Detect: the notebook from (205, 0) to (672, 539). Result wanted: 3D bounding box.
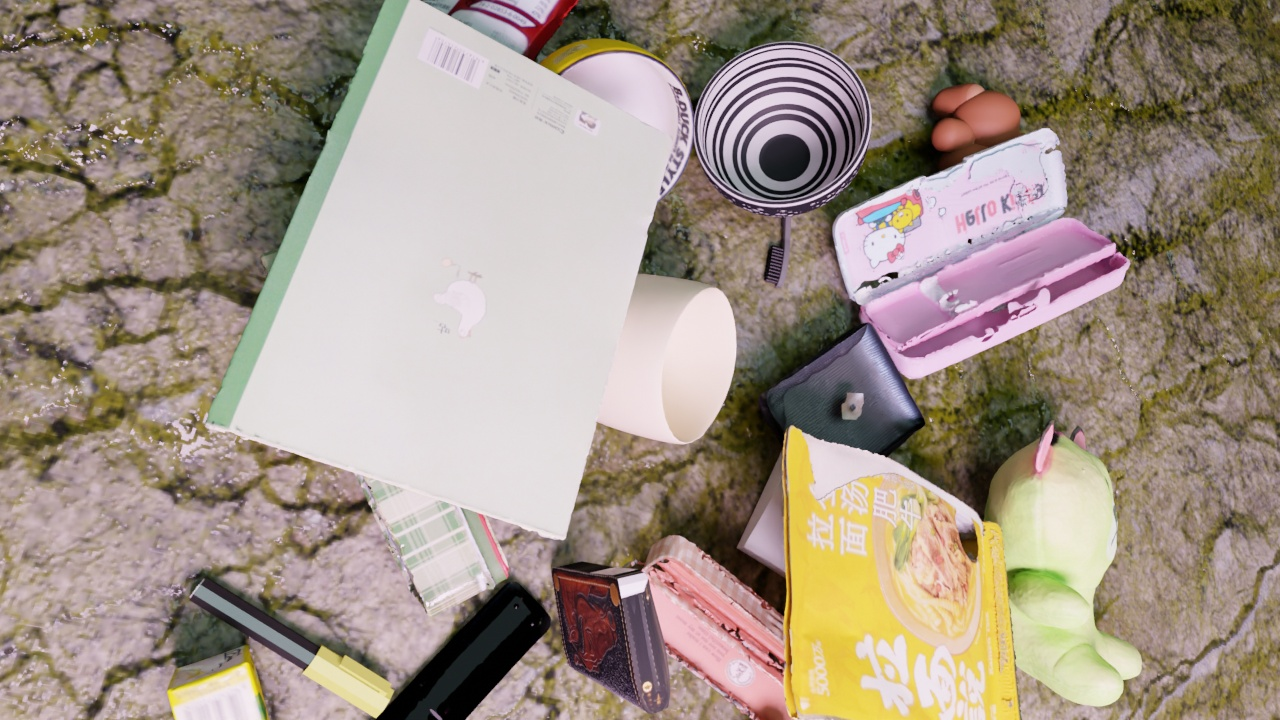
[{"bbox_3d":[-0.086,-0.054,0.481,0.181,0.010,0.252,23,69,-23],"label":"notebook"}]

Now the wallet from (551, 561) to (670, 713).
[{"bbox_3d":[-0.020,0.155,0.532,0.019,0.123,0.072,-8,85,-23],"label":"wallet"}]

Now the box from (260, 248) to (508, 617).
[{"bbox_3d":[-0.142,0.035,0.506,0.051,0.118,0.205,-24,90,-19],"label":"box"}]

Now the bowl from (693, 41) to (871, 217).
[{"bbox_3d":[0.101,-0.155,0.653,0.120,0.066,0.120,-2,79,11],"label":"bowl"}]

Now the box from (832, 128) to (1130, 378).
[{"bbox_3d":[0.252,-0.077,0.697,0.201,0.077,0.146,-23,76,-11],"label":"box"}]

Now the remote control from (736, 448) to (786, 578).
[{"bbox_3d":[0.123,0.082,0.655,0.049,0.024,0.143,34,70,-14],"label":"remote control"}]

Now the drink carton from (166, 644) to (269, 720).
[{"bbox_3d":[-0.206,0.224,0.481,0.042,0.059,0.134,-16,89,-24],"label":"drink carton"}]

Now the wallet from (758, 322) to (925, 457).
[{"bbox_3d":[0.141,0.036,0.642,0.114,0.026,0.089,-32,94,-26],"label":"wallet"}]

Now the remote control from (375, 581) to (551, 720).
[{"bbox_3d":[-0.115,0.199,0.543,0.041,0.020,0.151,49,67,-10],"label":"remote control"}]

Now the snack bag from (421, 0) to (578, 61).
[{"bbox_3d":[-0.091,-0.233,0.574,0.139,0.066,0.207,18,75,26],"label":"snack bag"}]

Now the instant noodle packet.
[{"bbox_3d":[0.150,0.150,0.561,0.221,0.084,0.162,33,54,-41],"label":"instant noodle packet"}]

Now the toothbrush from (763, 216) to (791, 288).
[{"bbox_3d":[0.113,-0.135,0.691,0.013,0.013,0.167,14,77,-12],"label":"toothbrush"}]

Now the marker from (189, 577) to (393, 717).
[{"bbox_3d":[-0.195,0.160,0.516,0.124,0.017,0.021,37,115,-12],"label":"marker"}]

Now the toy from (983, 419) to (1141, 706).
[{"bbox_3d":[0.303,0.146,0.677,0.150,0.107,0.196,3,73,-54],"label":"toy"}]

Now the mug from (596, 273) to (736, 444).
[{"bbox_3d":[-0.003,0.003,0.578,0.096,0.100,0.120,-52,141,-36],"label":"mug"}]

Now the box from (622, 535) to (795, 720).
[{"bbox_3d":[0.063,0.187,0.601,0.187,0.083,0.041,40,38,-11],"label":"box"}]

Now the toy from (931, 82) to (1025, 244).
[{"bbox_3d":[0.271,-0.157,0.741,0.095,0.065,0.127,5,91,-19],"label":"toy"}]

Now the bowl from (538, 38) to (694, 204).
[{"bbox_3d":[-0.031,-0.153,0.594,0.117,0.067,0.117,-14,130,-17],"label":"bowl"}]
